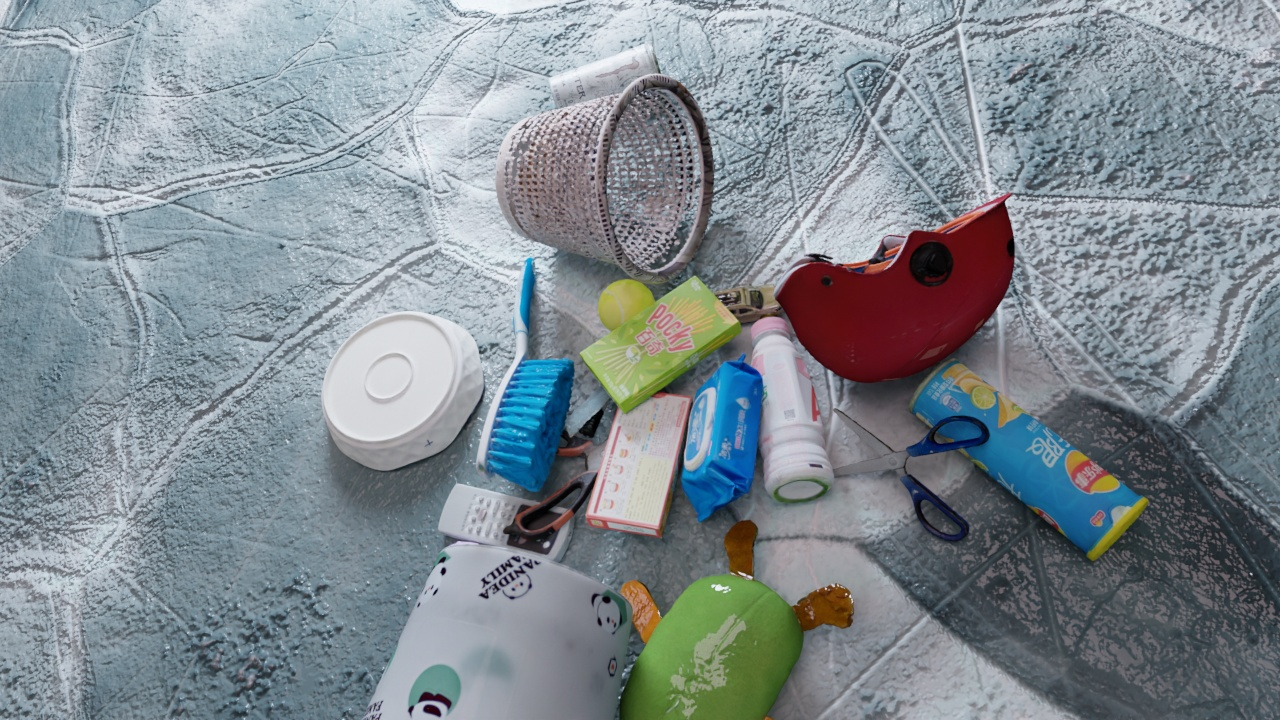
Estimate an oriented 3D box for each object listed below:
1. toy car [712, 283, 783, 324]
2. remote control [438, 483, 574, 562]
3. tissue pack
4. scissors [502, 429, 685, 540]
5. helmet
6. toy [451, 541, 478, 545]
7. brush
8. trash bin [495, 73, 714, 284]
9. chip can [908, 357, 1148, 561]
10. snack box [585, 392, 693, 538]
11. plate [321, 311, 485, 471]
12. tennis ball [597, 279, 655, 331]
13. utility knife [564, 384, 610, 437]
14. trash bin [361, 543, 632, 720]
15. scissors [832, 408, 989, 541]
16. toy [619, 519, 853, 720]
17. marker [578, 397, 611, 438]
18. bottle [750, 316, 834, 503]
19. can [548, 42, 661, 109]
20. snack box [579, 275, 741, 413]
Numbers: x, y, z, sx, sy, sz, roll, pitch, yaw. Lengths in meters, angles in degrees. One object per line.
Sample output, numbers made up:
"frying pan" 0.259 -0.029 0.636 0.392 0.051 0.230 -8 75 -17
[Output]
"toy car" 0.116 -0.063 1.022 0.090 0.035 0.042 -9 62 10
"remote control" -0.144 0.173 0.981 0.150 0.021 0.058 8 65 21
"tissue pack" 0.079 0.077 0.919 0.052 0.095 0.156 15 64 -12
"scissors" -0.059 0.111 0.980 0.226 0.015 0.188 4 54 18
"helmet" 0.259 -0.060 0.895 0.240 0.206 0.144 -19 94 8
"toy" -0.181 0.237 0.948 0.084 0.039 0.107 -16 57 8
"brush" -0.123 0.001 1.035 0.110 0.060 0.313 1 54 20
"trash bin" -0.051 -0.208 1.060 0.192 0.227 0.227 9 65 34
"chip can" 0.352 0.087 0.849 0.071 0.071 0.210 -42 59 -8
"snack box" 0.002 0.103 0.946 0.077 0.027 0.155 7 57 15
"plate" -0.289 0.027 1.089 0.205 0.045 0.204 -8 61 14
"tennis ball" -0.015 -0.060 1.040 0.065 0.065 0.065 -7 61 13
"utility knife" -0.006 0.006 1.009 0.033 0.015 0.218 37 67 22
"trash bin" -0.126 0.305 0.765 0.230 0.230 0.251 5 59 19
"scissors" 0.255 0.100 0.873 0.176 0.012 0.162 -34 79 33
"toy" 0.069 0.271 0.827 0.227 0.090 0.246 37 81 30
"marker" -0.038 0.028 1.017 0.023 0.018 0.130 7 55 24
"bottle" 0.147 0.045 0.938 0.068 0.068 0.196 -12 57 10
"can" -0.046 -0.371 1.219 0.147 0.058 0.058 -17 59 7
"snack box" 0.022 -0.019 0.985 0.156 0.026 0.085 -34 56 -6
